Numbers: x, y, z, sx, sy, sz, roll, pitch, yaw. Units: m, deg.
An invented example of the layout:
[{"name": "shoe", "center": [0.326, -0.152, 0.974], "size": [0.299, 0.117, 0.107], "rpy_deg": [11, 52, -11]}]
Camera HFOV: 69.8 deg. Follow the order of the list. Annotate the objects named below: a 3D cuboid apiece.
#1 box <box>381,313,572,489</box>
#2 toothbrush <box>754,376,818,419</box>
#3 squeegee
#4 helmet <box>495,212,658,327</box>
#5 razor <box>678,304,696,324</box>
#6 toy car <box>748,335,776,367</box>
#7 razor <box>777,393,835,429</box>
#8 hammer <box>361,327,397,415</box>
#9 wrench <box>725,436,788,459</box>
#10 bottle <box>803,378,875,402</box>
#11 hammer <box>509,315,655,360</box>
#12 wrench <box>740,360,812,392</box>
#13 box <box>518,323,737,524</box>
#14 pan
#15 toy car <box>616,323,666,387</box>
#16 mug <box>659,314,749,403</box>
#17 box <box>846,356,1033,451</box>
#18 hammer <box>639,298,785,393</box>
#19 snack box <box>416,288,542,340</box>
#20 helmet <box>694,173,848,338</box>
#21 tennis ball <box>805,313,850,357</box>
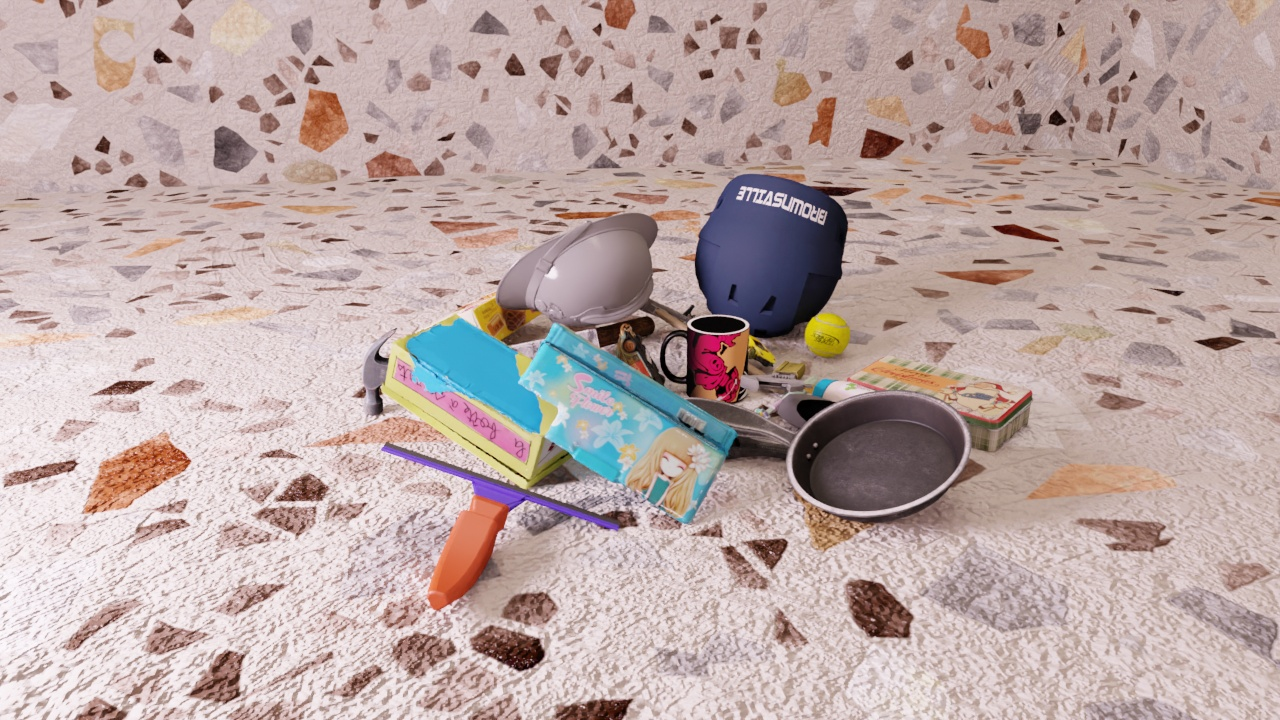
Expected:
[{"name": "box", "center": [-0.174, 0.041, 1.052], "size": [0.221, 0.081, 0.124], "rpy_deg": [28, 31, 18]}, {"name": "toothbrush", "center": [0.195, 0.048, 1.204], "size": [0.022, 0.015, 0.154], "rpy_deg": [34, 35, 24]}, {"name": "squeegee", "center": [-0.155, 0.168, 0.843], "size": [0.249, 0.055, 0.184], "rpy_deg": [19, 22, 1]}, {"name": "helmet", "center": [-0.064, -0.103, 1.330], "size": [0.270, 0.184, 0.117], "rpy_deg": [-24, 67, -23]}, {"name": "razor", "center": [0.104, -0.049, 1.461], "size": [0.042, 0.022, 0.144], "rpy_deg": [-43, 35, -4]}, {"name": "toy car", "center": [0.156, -0.022, 1.331], "size": [0.049, 0.030, 0.107], "rpy_deg": [23, 11, -47]}, {"name": "razor", "center": [0.223, 0.068, 1.100], "size": [0.060, 0.057, 0.156], "rpy_deg": [37, -13, -24]}, {"name": "hammer", "center": [-0.188, 0.022, 1.176], "size": [0.333, 0.118, 0.025], "rpy_deg": [4, 24, -4]}, {"name": "wrench", "center": [0.179, 0.106, 1.050], "size": [0.273, 0.018, 0.073], "rpy_deg": [7, 23, 15]}, {"name": "bottle", "center": [0.258, 0.053, 1.140], "size": [0.051, 0.051, 0.146], "rpy_deg": [-15, 24, -34]}, {"name": "hammer", "center": [-0.051, -0.034, 1.329], "size": [0.218, 0.037, 0.299], "rpy_deg": [-9, 5, 41]}, {"name": "wrench", "center": [0.184, 0.020, 1.184], "size": [0.084, 0.018, 0.273], "rpy_deg": [7, 7, 13]}, {"name": "box", "center": [-0.028, 0.076, 0.971], "size": [0.227, 0.098, 0.121], "rpy_deg": [31, 66, -3]}, {"name": "pan", "center": [0.179, 0.087, 1.003], "size": [0.358, 0.055, 0.186], "rpy_deg": [7, 43, 39]}, {"name": "toy car", "center": [-0.007, 0.007, 1.225], "size": [0.047, 0.112, 0.047], "rpy_deg": [-29, 5, 18]}, {"name": "mug", "center": [0.084, -0.002, 1.223], "size": [0.118, 0.098, 0.081], "rpy_deg": [3, 21, 9]}, {"name": "box", "center": [0.371, 0.050, 1.151], "size": [0.206, 0.049, 0.117], "rpy_deg": [17, 26, 41]}, {"name": "hammer", "center": [0.098, -0.030, 1.347], "size": [0.119, 0.031, 0.331], "rpy_deg": [21, 8, -41]}, {"name": "snack box", "center": [-0.229, -0.067, 1.409], "size": [0.110, 0.062, 0.229], "rpy_deg": [-17, 12, 26]}, {"name": "helmet", "center": [0.196, -0.141, 1.445], "size": [0.232, 0.223, 0.272], "rpy_deg": [18, -7, 9]}, {"name": "tennis ball", "center": [0.276, -0.038, 1.357], "size": [0.065, 0.065, 0.065], "rpy_deg": [-1, 21, 0]}]
